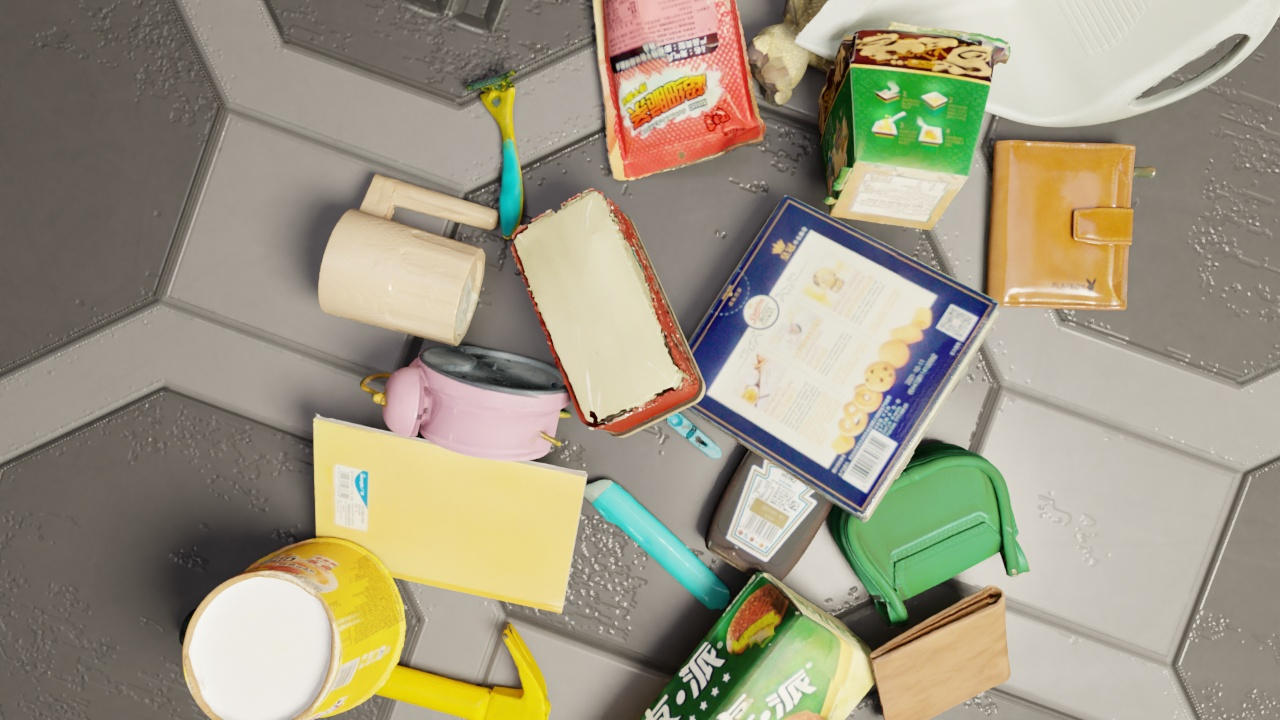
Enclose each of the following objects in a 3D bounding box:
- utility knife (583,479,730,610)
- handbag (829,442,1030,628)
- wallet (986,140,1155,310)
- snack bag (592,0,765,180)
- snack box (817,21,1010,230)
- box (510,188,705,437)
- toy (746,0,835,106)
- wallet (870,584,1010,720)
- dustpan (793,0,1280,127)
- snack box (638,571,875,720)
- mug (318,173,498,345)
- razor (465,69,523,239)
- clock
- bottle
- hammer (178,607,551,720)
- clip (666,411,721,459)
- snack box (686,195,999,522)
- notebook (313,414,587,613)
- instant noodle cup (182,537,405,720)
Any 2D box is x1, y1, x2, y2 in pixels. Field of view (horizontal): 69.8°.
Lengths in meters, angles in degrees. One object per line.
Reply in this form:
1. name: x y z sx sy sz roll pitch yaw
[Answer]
1. utility knife: 0.013 0.147 0.741 0.151 0.013 0.029 43 94 -2
2. handbag: 0.222 0.132 0.709 0.131 0.068 0.120 -27 91 2
3. wallet: 0.336 -0.106 0.723 0.119 0.035 0.130 2 92 7
4. snack bag: 0.020 -0.253 0.702 0.129 0.073 0.208 -8 94 27
5. snack box: 0.190 -0.160 0.665 0.117 0.118 0.105 8 71 1
6. box: -0.026 -0.036 0.676 0.091 0.080 0.168 -27 74 12
7. toy: 0.146 -0.270 0.711 0.157 0.066 0.105 -43 132 -2
8. wallet: 0.231 0.233 0.702 0.115 0.020 0.101 -23 123 -8
9. dustpan: 0.286 -0.235 0.621 0.257 0.223 0.142 -17 80 -28
10. snack box: 0.065 0.286 0.695 0.114 0.063 0.240 38 92 -32
11. mug: -0.176 -0.080 0.713 0.103 0.084 0.124 16 65 -1
12. razor: -0.108 -0.161 0.728 0.043 0.028 0.132 -8 88 24
13. clock: -0.131 0.028 0.691 0.158 0.117 0.060 13 102 -1
14. bottle: 0.125 0.077 0.722 0.080 0.044 0.195 30 90 5
15. hammer: -0.218 0.251 0.736 0.301 0.033 0.129 14 91 0
16. clip: 0.042 0.059 0.735 0.057 0.047 0.014 42 90 -2
17. snack box: 0.138 -0.005 0.686 0.182 0.046 0.178 33 89 22
18. notebook: -0.151 0.123 0.710 0.206 0.010 0.146 11 121 1
19. instant noodle cup: -0.253 0.202 0.665 0.138 0.110 0.138 0 83 2
